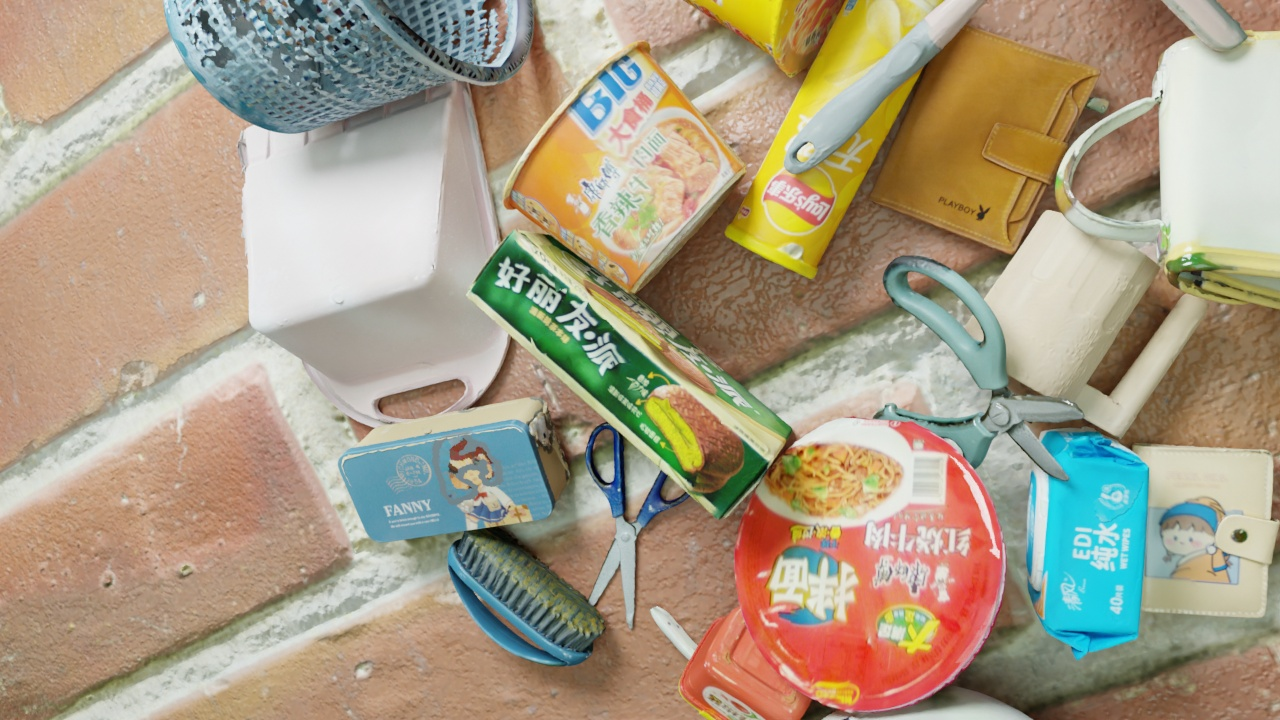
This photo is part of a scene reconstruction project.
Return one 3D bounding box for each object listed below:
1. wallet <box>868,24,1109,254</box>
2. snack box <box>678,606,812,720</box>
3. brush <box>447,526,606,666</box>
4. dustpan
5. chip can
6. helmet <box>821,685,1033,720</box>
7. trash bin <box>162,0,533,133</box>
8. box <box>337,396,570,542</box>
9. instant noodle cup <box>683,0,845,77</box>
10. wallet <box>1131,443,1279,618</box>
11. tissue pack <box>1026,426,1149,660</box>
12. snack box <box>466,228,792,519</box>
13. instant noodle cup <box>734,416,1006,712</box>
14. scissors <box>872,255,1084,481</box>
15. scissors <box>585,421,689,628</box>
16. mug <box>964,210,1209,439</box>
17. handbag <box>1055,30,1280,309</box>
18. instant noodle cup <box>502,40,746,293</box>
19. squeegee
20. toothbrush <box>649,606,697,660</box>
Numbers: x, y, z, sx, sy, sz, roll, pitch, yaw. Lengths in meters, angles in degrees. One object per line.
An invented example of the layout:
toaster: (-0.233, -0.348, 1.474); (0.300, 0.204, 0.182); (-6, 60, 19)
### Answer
wallet: (0.237, -0.148, 0.623); (0.119, 0.035, 0.131); (26, 102, 19)
snack box: (0.085, 0.228, 0.671); (0.091, 0.081, 0.080); (30, 146, 11)
brush: (-0.099, 0.196, 0.743); (0.144, 0.055, 0.074); (36, 107, 10)
dustpan: (-0.216, -0.088, 0.773); (0.223, 0.139, 0.273); (-11, 64, 18)
chip can: (0.136, -0.165, 0.629); (0.072, 0.072, 0.213); (29, 102, 12)
helmet: (0.166, 0.305, 0.604); (0.275, 0.229, 0.156); (-40, 59, 35)
trash bin: (-0.222, -0.270, 0.664); (0.196, 0.226, 0.226); (-18, 90, 30)
box: (-0.153, 0.089, 0.736); (0.184, 0.059, 0.090); (-14, 108, 16)
instant noodle cup: (0.082, -0.277, 0.605); (0.110, 0.137, 0.138); (31, 103, 19)
wallet: (0.375, 0.114, 0.613); (0.087, 0.024, 0.115); (2, 95, 21)
tissue pack: (0.289, 0.113, 0.602); (0.063, 0.089, 0.140); (3, 96, 16)
snack box: (-0.004, 0.004, 0.664); (0.240, 0.114, 0.063); (41, 104, 9)
instant noodle cup: (0.161, 0.138, 0.625); (0.194, 0.065, 0.193); (-19, 61, 37)
scissors: (0.197, 0.007, 0.593); (0.019, 0.171, 0.180); (-29, 99, -27)
scissors: (-0.014, 0.126, 0.733); (0.166, 0.012, 0.157); (-41, 86, 17)
mug: (0.287, -0.023, 0.595); (0.124, 0.084, 0.104); (30, 102, 3)
handbag: (0.340, -0.114, 0.547); (0.179, 0.063, 0.163); (7, 70, 10)
instant noodle cup: (-0.006, -0.126, 0.640); (0.111, 0.151, 0.151); (43, 105, 0)
squeegee: (0.184, -0.202, 0.556); (0.250, 0.040, 0.247); (-42, 88, 14)
toothbrush: (0.070, 0.267, 0.722); (0.187, 0.016, 0.017); (47, 115, 6)
